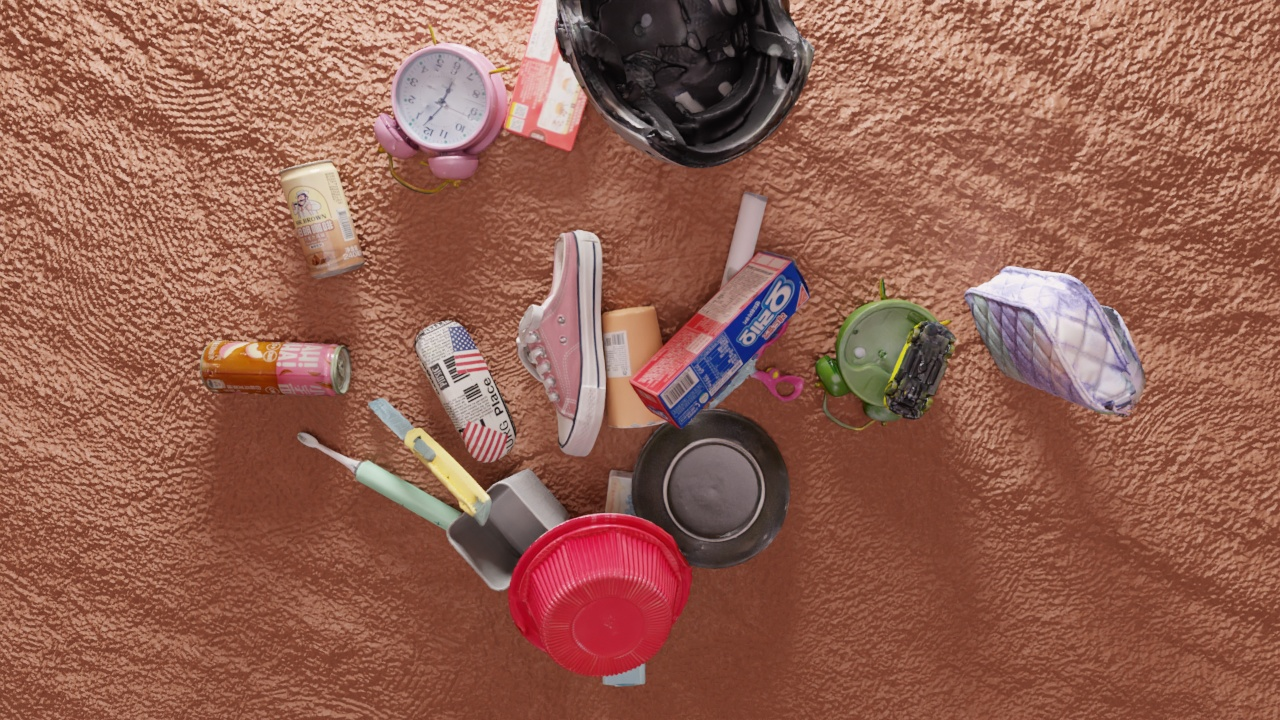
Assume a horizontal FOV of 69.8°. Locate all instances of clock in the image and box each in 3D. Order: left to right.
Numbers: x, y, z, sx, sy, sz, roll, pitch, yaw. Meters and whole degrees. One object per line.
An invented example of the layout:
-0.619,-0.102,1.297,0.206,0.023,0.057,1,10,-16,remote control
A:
-0.206,-0.249,0.942,0.117,0.059,0.159,26,103,-5,clock
0.258,0.003,0.997,0.116,0.056,0.161,30,101,-5,clock

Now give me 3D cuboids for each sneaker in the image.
-0.088,-0.017,0.971,0.087,0.118,0.241,-2,97,-18,sneaker

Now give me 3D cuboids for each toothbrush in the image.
-0.290,0.141,1.045,0.224,0.027,0.026,31,65,-6,toothbrush
0.098,-0.072,0.997,0.027,0.026,0.221,22,105,35,toothbrush

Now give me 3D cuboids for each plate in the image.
0.080,0.143,1.019,0.179,0.024,0.179,0,86,-4,plate

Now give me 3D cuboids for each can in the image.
-0.396,0.009,1.001,0.147,0.058,0.058,1,102,0,can
-0.334,-0.148,0.965,0.058,0.058,0.116,-14,102,3,can

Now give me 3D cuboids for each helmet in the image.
0.023,-0.317,0.872,0.229,0.157,0.274,-35,107,-11,helmet

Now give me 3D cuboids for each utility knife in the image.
-0.226,0.101,0.984,0.031,0.022,0.221,-47,54,-10,utility knife

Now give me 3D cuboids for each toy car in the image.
0.288,0.009,0.954,0.048,0.032,0.105,23,90,-5,toy car

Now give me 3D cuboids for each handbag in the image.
0.411,-0.024,0.920,0.075,0.193,0.134,-30,101,4,handbag

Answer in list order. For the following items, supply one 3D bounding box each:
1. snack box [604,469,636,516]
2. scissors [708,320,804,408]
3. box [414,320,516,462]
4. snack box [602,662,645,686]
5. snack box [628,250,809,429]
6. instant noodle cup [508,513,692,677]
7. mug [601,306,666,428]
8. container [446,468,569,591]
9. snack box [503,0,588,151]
0.037,0.178,1.052,0.157,0.027,0.085,8,103,-1,snack box
0.124,0.002,1.007,0.133,0.017,0.130,12,97,-17,scissors
-0.187,0.034,0.993,0.075,0.083,0.163,-24,99,-1,box
-0.021,0.275,1.033,0.051,0.074,0.175,-1,114,1,snack box
0.085,-0.024,0.948,0.207,0.058,0.057,-45,125,-14,snack box
-0.037,0.253,0.939,0.193,0.065,0.194,-4,114,-9,instant noodle cup
-0.006,0.006,0.993,0.078,0.078,0.123,-8,98,2,mug
-0.138,0.179,1.003,0.090,0.114,0.090,-42,88,8,container
-0.084,-0.300,0.947,0.075,0.025,0.153,17,102,-5,snack box
